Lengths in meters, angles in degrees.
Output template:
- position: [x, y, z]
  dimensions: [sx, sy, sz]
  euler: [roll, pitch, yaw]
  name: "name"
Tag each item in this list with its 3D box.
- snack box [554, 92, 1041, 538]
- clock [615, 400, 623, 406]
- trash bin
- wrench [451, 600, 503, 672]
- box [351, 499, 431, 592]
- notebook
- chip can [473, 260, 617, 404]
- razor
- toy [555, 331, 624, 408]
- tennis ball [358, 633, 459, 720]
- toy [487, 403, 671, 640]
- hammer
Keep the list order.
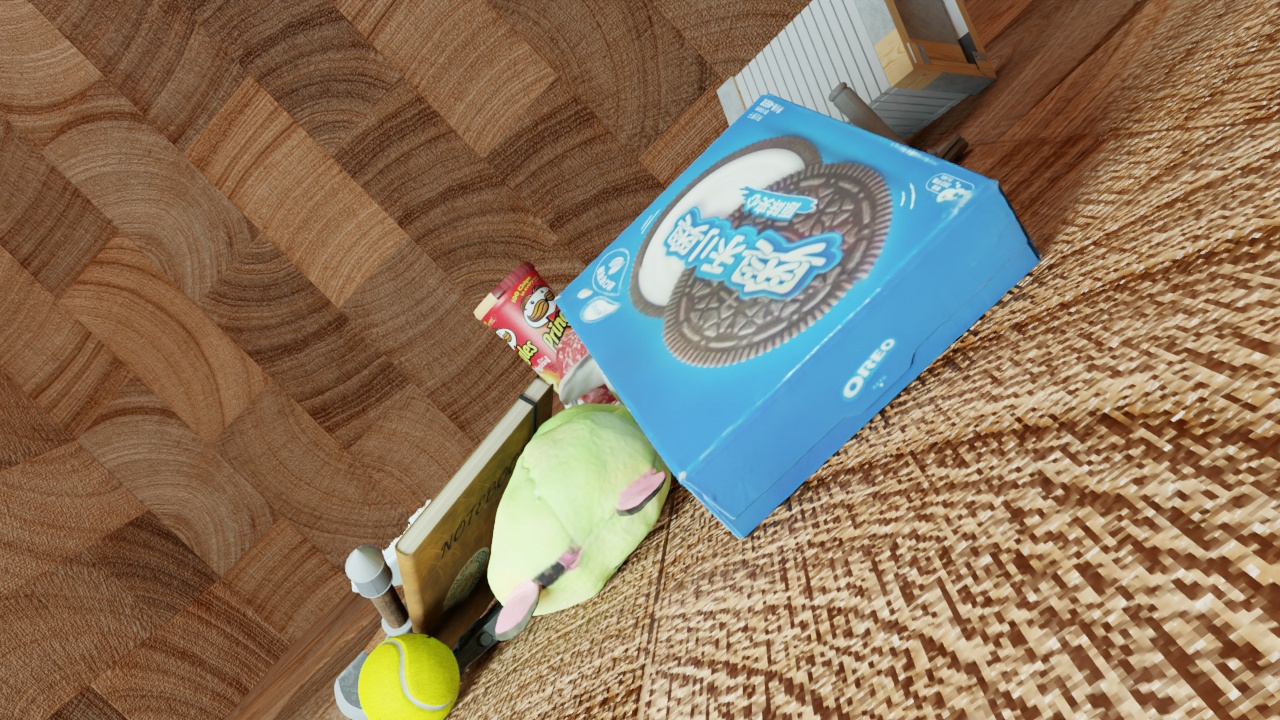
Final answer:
- position: [0.064, -0.043, 0.514]
  dimensions: [0.195, 0.056, 0.239]
  euler: [-44, 32, 4]
  name: "snack box"
- position: [0.004, 0.050, 0.825]
  dimensions: [0.126, 0.052, 0.088]
  euler: [-44, 5, 42]
  name: "clock"
- position: [0.234, -0.311, 1.034]
  dimensions: [0.142, 0.142, 0.248]
  euler: [-8, -16, -36]
  name: "trash bin"
- position: [-0.179, 0.268, 0.669]
  dimensions: [0.273, 0.018, 0.073]
  euler: [-47, 3, -9]
  name: "wrench"
- position: [-0.137, 0.135, 0.823]
  dimensions: [0.210, 0.045, 0.191]
  euler: [-41, -15, 13]
  name: "box"
- position: [-0.117, 0.134, 0.708]
  dimensions: [0.178, 0.014, 0.250]
  euler: [-53, -16, -35]
  name: "notebook"
- position: [-0.083, -0.007, 1.036]
  dimensions: [0.087, 0.213, 0.087]
  euler: [-44, 5, 4]
  name: "chip can"
- position: [0.205, -0.188, 0.773]
  dimensions: [0.088, 0.116, 0.047]
  euler: [-46, 0, -15]
  name: "razor"
- position: [-0.004, 0.004, 0.715]
  dimensions: [0.158, 0.084, 0.195]
  euler: [-8, -6, -42]
  name: "toy"
- position: [-0.154, 0.216, 0.613]
  dimensions: [0.065, 0.065, 0.065]
  euler: [-44, 5, 4]
  name: "tennis ball"
- position: [-0.040, 0.086, 0.603]
  dimensions: [0.150, 0.107, 0.196]
  euler: [-45, -5, 4]
  name: "toy"
- position: [-0.186, 0.185, 0.685]
  dimensions: [0.155, 0.043, 0.323]
  euler: [-46, -13, -25]
  name: "hammer"
